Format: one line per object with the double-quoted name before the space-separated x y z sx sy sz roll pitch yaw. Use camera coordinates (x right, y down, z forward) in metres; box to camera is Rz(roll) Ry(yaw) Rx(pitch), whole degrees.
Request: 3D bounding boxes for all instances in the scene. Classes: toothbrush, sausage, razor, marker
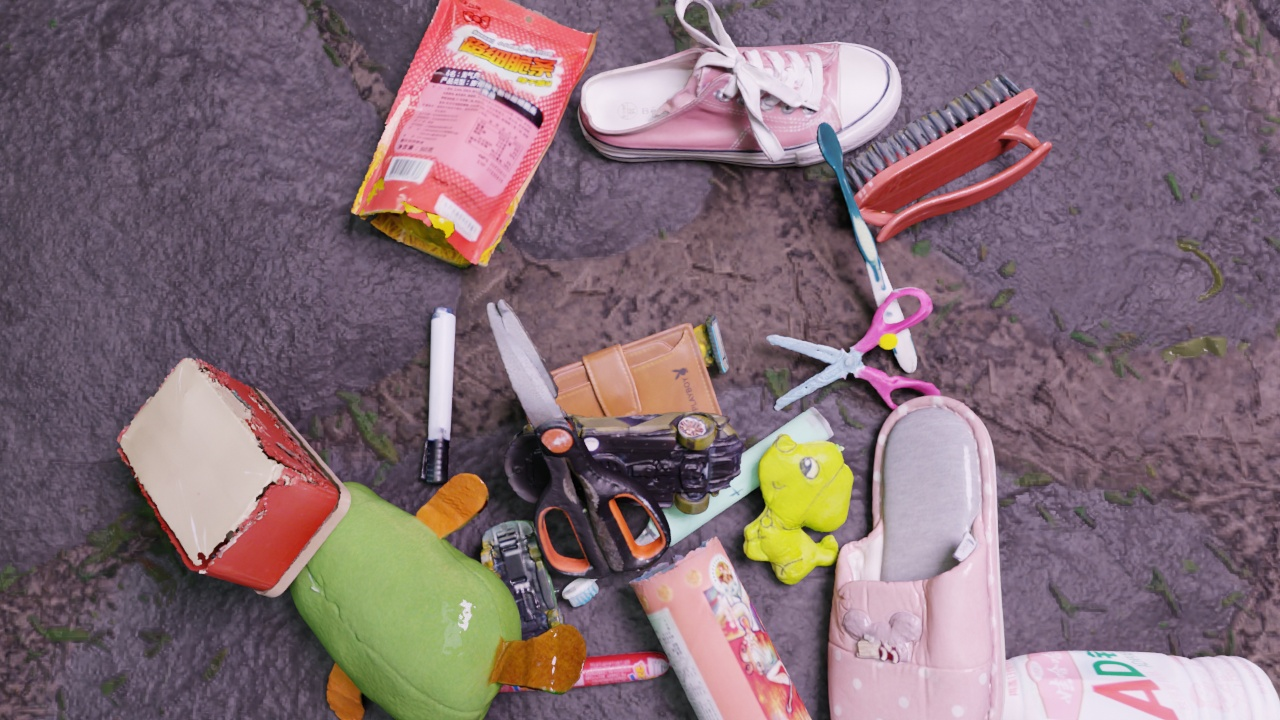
"toothbrush" 0.160 -0.077 0.651 0.016 0.018 0.191 -23 102 0
"sausage" -0.050 0.218 0.639 0.156 0.020 0.020 -5 81 2
"razor" -0.004 0.004 0.665 0.132 0.028 0.043 -16 107 0
"marker" -0.149 0.025 0.674 0.023 0.018 0.130 -2 81 11
"toothbrush" 0.039 0.104 0.649 0.224 0.026 0.027 -34 119 -3

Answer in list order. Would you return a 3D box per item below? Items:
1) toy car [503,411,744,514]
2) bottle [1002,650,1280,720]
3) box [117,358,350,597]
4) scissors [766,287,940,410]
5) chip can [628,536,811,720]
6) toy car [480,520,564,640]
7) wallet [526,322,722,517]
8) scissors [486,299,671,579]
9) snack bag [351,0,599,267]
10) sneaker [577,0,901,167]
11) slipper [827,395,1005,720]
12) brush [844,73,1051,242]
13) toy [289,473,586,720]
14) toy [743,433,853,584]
"toy car" -0.011 0.065 0.608 0.158 0.042 0.070 0 125 -3
"bottle" 0.301 0.225 0.601 0.197 0.068 0.068 1 81 5
"box" -0.276 0.068 0.604 0.168 0.079 0.091 33 83 39
"scissors" 0.157 0.006 0.656 0.133 0.017 0.125 -34 102 13
"chip can" 0.070 0.228 0.607 0.071 0.071 0.214 -28 81 -2
"toy car" -0.081 0.156 0.641 0.043 0.036 0.091 -15 86 2
"wallet" -0.012 0.036 0.646 0.130 0.035 0.119 -20 107 0
"scissors" -0.061 0.061 0.568 0.137 0.021 0.235 -31 120 21
"snack bag" -0.124 -0.180 0.685 0.128 0.073 0.207 21 77 1
"sneaker" 0.072 -0.194 0.662 0.241 0.088 0.118 -3 81 2
"slipper" 0.179 0.155 0.600 0.114 0.054 0.274 -2 75 46
"brush" 0.217 -0.139 0.661 0.146 0.063 0.069 -28 68 -1
"toy" -0.151 0.167 0.602 0.247 0.089 0.227 39 107 21
"toy" 0.112 0.102 0.635 0.096 0.031 0.100 39 92 -17
